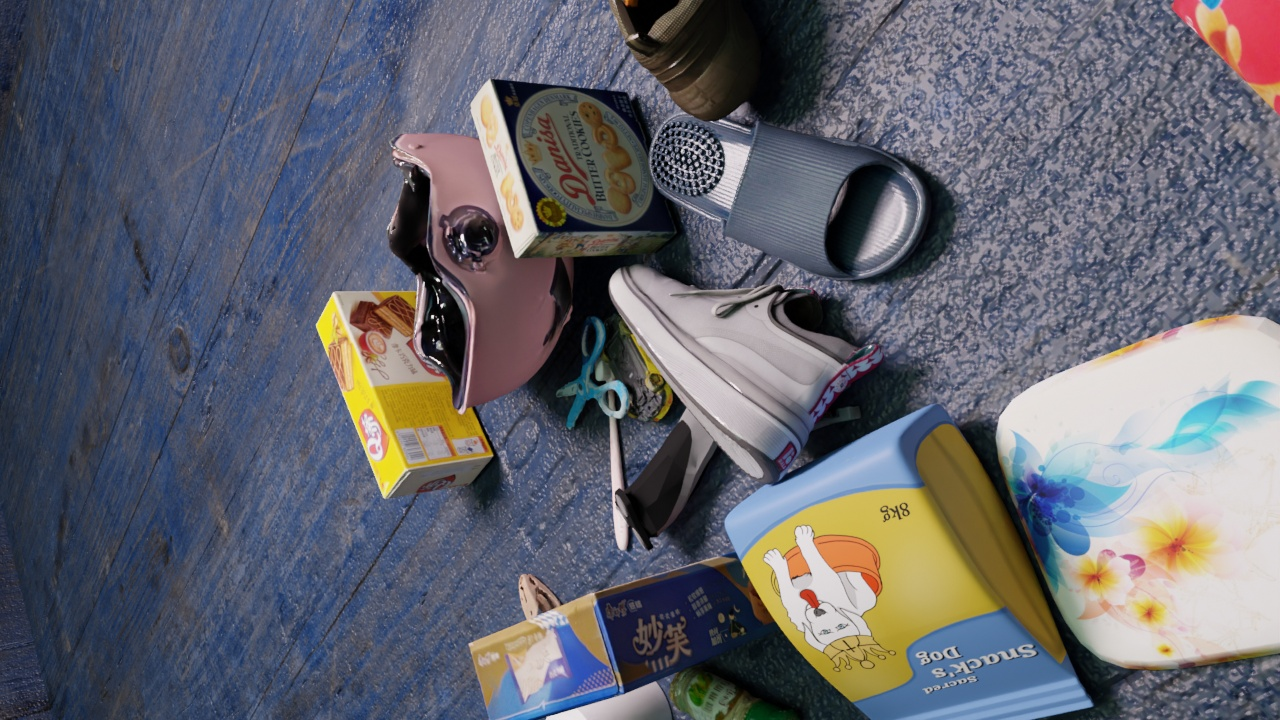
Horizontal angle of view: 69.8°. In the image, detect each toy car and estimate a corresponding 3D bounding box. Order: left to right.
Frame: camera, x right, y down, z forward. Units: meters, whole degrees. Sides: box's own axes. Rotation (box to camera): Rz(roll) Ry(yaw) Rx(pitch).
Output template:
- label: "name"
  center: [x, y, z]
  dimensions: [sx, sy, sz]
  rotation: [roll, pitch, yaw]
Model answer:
- label: "toy car"
  center: [-0.005, 0.005, 0.814]
  dimensions: [0.049, 0.030, 0.107]
  rotation: [-52, 56, 44]

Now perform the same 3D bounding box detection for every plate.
- label: "plate"
  center: [0.311, 0.082, 0.534]
  dimensions: [0.188, 0.016, 0.186]
  rotation: [-30, 72, 40]

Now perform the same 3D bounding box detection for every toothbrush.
- label: "toothbrush"
  center: [-0.026, 0.085, 0.848]
  dimensions: [0.016, 0.018, 0.181]
  rotation: [-7, 88, 43]

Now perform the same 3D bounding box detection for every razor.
- label: "razor"
  center: [0.032, 0.084, 0.773]
  dimensions: [0.156, 0.060, 0.057]
  rotation: [-52, 45, 9]

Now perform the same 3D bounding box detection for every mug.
- label: "mug"
  center: [-0.039, 0.314, 0.822]
  dimensions: [0.081, 0.087, 0.114]
  rotation: [-53, 58, 31]

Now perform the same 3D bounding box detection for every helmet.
- label: "helmet"
  center: [-0.142, -0.082, 0.844]
  dimensions: [0.231, 0.152, 0.255]
  rotation: [119, 137, -57]

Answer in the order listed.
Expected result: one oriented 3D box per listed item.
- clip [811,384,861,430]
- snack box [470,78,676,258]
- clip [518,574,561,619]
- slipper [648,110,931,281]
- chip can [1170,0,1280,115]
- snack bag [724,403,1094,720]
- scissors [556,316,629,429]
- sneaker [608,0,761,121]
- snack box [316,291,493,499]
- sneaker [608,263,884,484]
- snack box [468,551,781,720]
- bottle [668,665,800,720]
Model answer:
- label: "clip"
  center: [0.132, 0.047, 0.696]
  dimensions: [0.078, 0.023, 0.049]
  rotation: [-42, 63, 34]
- label: "snack box"
  center: [-0.055, -0.160, 0.775]
  dimensions: [0.043, 0.144, 0.144]
  rotation: [-34, 69, 49]
- label: "clip"
  center: [-0.100, 0.239, 0.924]
  dimensions: [0.024, 0.039, 0.060]
  rotation: [-62, 31, 25]
- label: "slipper"
  center: [0.085, -0.131, 0.692]
  dimensions: [0.264, 0.082, 0.101]
  rotation: [29, 113, 39]
- label: "chip can"
  center: [0.362, -0.121, 0.441]
  dimensions: [0.073, 0.073, 0.233]
  rotation: [-45, 62, 34]
- label: "snack bag"
  center: [0.177, 0.156, 0.616]
  dimensions: [0.159, 0.102, 0.205]
  rotation: [-34, 83, 39]
- label: "scissors"
  center: [-0.052, 0.012, 0.851]
  dimensions: [0.141, 0.013, 0.114]
  rotation: [-14, 87, 61]
- label: "sneaker"
  center: [0.009, -0.305, 0.695]
  dimensions: [0.101, 0.142, 0.237]
  rotation: [-25, 59, 42]
- label: "snack box"
  center: [-0.258, 0.031, 0.998]
  dimensions: [0.062, 0.109, 0.230]
  rotation: [-48, 61, 37]
- label: "sneaker"
  center: [0.068, -0.025, 0.712]
  dimensions: [0.128, 0.097, 0.263]
  rotation: [-38, 41, -4]
- label: "snack box"
  center: [-0.002, 0.209, 0.705]
  dimensions: [0.155, 0.202, 0.069]
  rotation: [-33, 69, 39]
- label: "bottle"
  center: [0.075, 0.285, 0.747]
  dimensions: [0.111, 0.043, 0.043]
  rotation: [12, 100, 43]
